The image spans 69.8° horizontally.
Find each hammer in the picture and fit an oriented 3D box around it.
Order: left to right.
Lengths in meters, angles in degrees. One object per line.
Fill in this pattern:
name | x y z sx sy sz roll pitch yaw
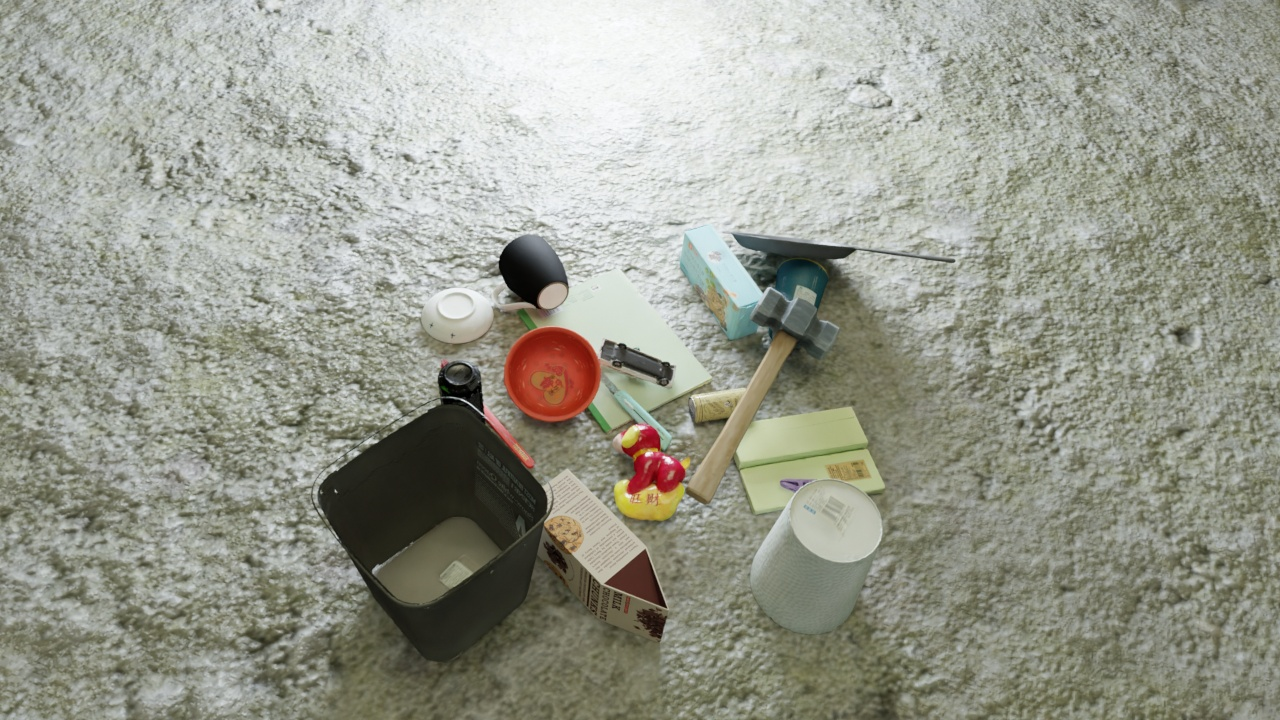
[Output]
hammer | 0.150 0.050 1.225 0.117 0.051 0.322 31 66 3

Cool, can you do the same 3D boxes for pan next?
pan | 0.290 -0.164 1.382 0.355 0.024 0.216 11 11 27

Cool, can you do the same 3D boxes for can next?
can | -0.226 0.057 1.166 0.054 0.138 0.053 3 52 -4
can | 0.109 0.061 1.260 0.079 0.038 0.038 -8 53 -12

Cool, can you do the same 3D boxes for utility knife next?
utility knife | -0.021 0.054 1.251 0.022 0.015 0.177 -46 73 4

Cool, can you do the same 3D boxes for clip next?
clip | 0.208 0.167 1.184 0.050 0.014 0.046 -13 64 -17

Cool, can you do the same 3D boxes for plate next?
plate | -0.267 -0.072 1.335 0.104 0.026 0.104 2 52 -3

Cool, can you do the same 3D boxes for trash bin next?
trash bin | -0.216 0.200 1.001 0.197 0.221 0.197 -35 63 -29
trash bin | 0.207 0.223 1.064 0.133 0.162 0.133 3 52 -4

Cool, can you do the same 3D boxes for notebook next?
notebook | -0.040 -0.023 1.330 0.181 0.010 0.252 -25 58 -23

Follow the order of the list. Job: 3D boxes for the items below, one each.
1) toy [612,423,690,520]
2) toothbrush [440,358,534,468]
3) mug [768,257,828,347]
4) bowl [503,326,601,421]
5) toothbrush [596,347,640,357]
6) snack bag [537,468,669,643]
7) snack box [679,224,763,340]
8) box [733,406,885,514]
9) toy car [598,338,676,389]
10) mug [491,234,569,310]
toy | 0.013 0.140 1.173 0.105 0.067 0.137 -15 55 3
toothbrush | -0.209 0.068 1.236 0.012 0.018 0.212 -32 61 -27
mug | 0.231 -0.083 1.367 0.078 0.078 0.121 15 56 6
bowl | -0.119 0.021 1.247 0.130 0.045 0.130 1 79 -5
toothbrush | -0.093 -0.001 1.291 0.189 0.017 0.016 -9 54 -9
snack bag | -0.045 0.237 1.070 0.069 0.095 0.206 -35 63 -28
snack box | 0.121 -0.120 1.382 0.053 0.075 0.174 -19 56 -20
box | 0.220 0.132 1.228 0.187 0.024 0.137 -6 56 -10
toy car | -0.007 0.007 1.279 0.113 0.039 0.039 22 59 -13
mug | -0.163 -0.112 1.346 0.119 0.085 0.100 -41 54 4
